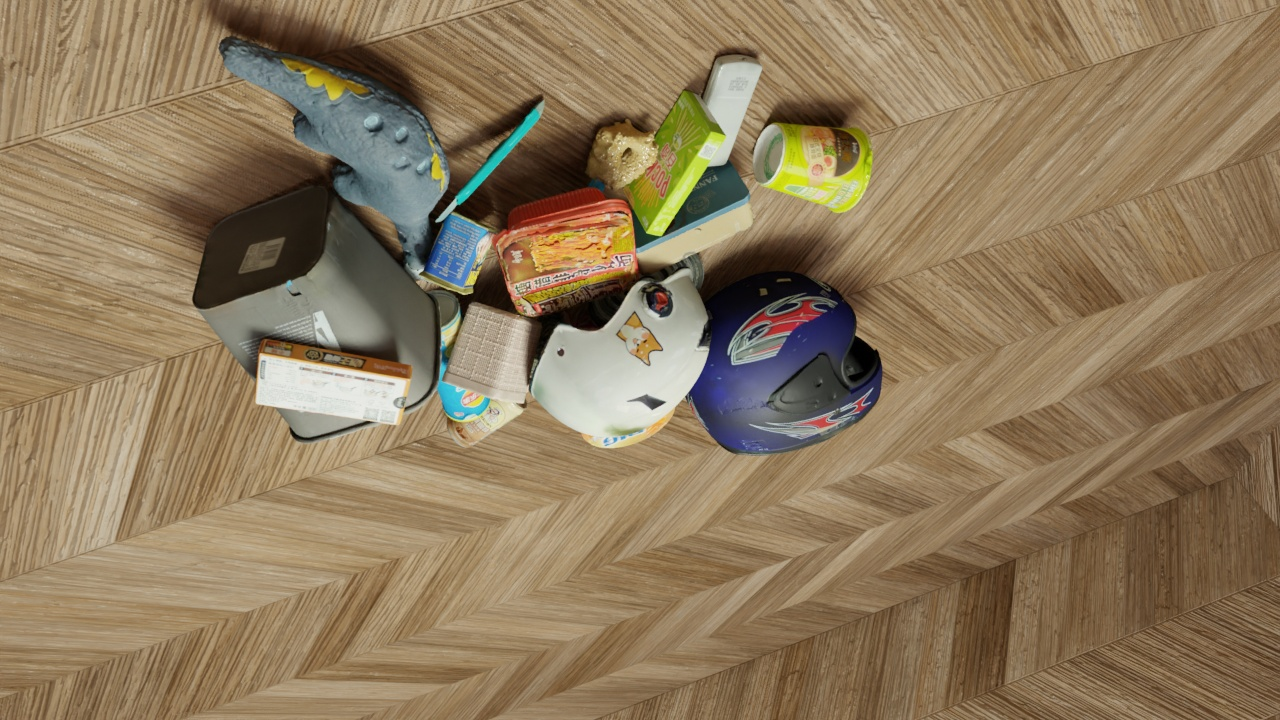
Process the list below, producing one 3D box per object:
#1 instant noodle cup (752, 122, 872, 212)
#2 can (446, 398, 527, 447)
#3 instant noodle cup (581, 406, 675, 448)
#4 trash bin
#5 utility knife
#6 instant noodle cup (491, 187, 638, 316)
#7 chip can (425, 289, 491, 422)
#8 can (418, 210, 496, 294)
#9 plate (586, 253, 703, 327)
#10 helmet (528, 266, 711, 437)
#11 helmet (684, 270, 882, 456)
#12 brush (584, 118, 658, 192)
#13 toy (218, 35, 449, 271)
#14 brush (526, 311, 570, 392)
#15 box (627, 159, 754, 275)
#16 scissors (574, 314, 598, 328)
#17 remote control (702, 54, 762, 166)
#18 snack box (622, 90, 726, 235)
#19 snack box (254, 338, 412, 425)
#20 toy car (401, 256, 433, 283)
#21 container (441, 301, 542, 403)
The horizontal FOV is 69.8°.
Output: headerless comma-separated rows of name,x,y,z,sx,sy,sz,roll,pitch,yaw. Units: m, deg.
instant noodle cup,0.214,-0.253,1.175,0.123,0.111,0.112,5,136,-23
can,-0.233,0.080,1.388,0.116,0.058,0.058,-33,143,14
instant noodle cup,-0.035,0.046,1.408,0.151,0.111,0.152,-15,143,-12
trash bin,-0.360,-0.055,1.033,0.199,0.198,0.220,-18,139,7
utility knife,-0.167,-0.221,1.024,0.182,0.013,0.029,-49,176,-5
instant noodle cup,-0.091,-0.139,1.115,0.164,0.079,0.189,-15,153,-4
chip can,-0.260,-0.002,1.257,0.071,0.071,0.211,-17,144,-8
can,-0.213,-0.127,1.081,0.057,0.102,0.083,24,95,-4
plate,0.005,-0.107,1.306,0.179,0.024,0.180,-16,143,-12
helmet,-0.007,0.007,1.219,0.273,0.157,0.231,-29,169,-22
helmet,0.211,-0.014,1.364,0.315,0.247,0.241,-20,123,-16
brush,-0.073,-0.200,1.142,0.083,0.045,0.255,11,136,-43
toy,-0.276,-0.213,0.958,0.138,0.091,0.356,-16,148,8
brush,-0.142,-0.002,1.329,0.073,0.063,0.146,21,127,-31
box,0.062,-0.187,1.185,0.184,0.089,0.061,-28,143,2
scissors,-0.037,-0.063,1.354,0.137,0.017,0.074,-26,135,-4
remote control,0.098,-0.301,1.114,0.058,0.021,0.150,-5,141,-23
snack box,0.038,-0.236,1.110,0.026,0.085,0.157,5,136,-36
snack box,-0.326,0.025,0.974,0.153,0.026,0.075,11,130,-16
toy car,-0.253,-0.115,1.151,0.090,0.034,0.043,5,139,-31
container,-0.189,-0.011,1.197,0.090,0.090,0.111,15,93,-71
